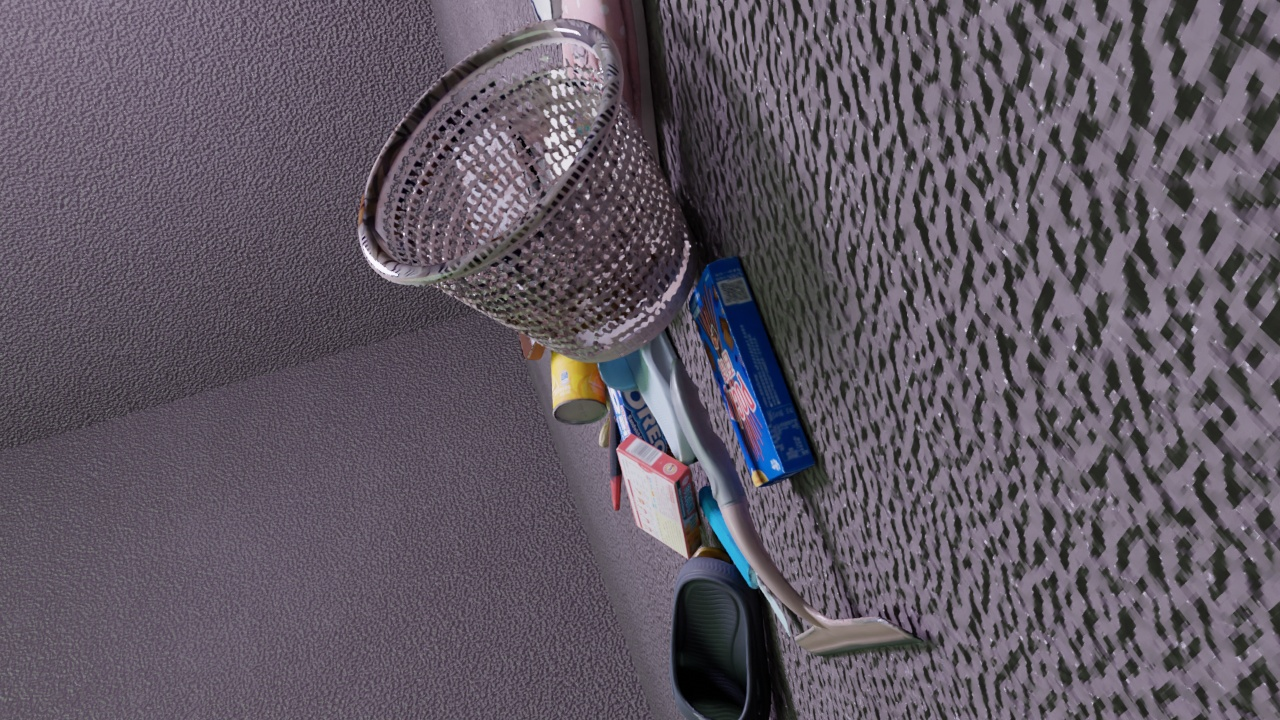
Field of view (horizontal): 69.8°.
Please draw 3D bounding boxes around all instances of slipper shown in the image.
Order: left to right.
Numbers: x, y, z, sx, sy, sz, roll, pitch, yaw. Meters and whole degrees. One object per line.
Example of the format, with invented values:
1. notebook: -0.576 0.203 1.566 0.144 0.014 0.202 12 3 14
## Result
1. slipper: -0.029 -0.240 0.743 0.114 0.054 0.275 -120 15 -50
2. slipper: -0.006 0.006 0.963 0.104 0.074 0.245 90 157 -60
3. slipper: 0.070 0.320 0.936 0.083 0.111 0.268 -52 -35 -49

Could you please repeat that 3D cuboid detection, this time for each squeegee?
1. squeegee: 0.077 0.108 0.663 0.249 0.040 0.248 59 168 16

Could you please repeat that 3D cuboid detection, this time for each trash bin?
1. trash bin: -0.063 -0.105 0.694 0.192 0.228 0.227 43 -165 -45

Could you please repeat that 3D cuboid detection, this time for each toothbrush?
1. toothbrush: -0.056 -0.184 0.836 0.029 0.020 0.190 53 172 2

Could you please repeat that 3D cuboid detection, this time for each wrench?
1. wrench: -0.033 0.050 1.131 0.056 0.016 0.273 93 175 -67

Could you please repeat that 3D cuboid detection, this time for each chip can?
1. chip can: -0.085 -0.024 1.201 0.072 0.072 0.213 90 175 -60

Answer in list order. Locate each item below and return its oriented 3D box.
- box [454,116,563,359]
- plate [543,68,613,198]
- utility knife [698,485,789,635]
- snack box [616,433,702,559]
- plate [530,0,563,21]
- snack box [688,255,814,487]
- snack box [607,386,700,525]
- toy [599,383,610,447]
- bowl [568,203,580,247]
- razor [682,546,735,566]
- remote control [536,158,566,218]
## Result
1. box: -0.139 -0.144 1.123 0.274 0.125 0.178 85 169 -56
2. plate: -0.065 -0.214 0.953 0.163 0.034 0.164 37 145 53
3. utility knife: 0.096 0.185 0.872 0.216 0.018 0.034 -122 20 -60
4. snack box: 0.022 0.147 0.972 0.077 0.027 0.156 28 150 29
5. plate: -0.096 -0.435 0.833 0.266 0.034 0.162 87 163 -54
6. snack box: 0.077 0.011 0.667 0.085 0.026 0.157 112 140 -74
7. snack box: 0.013 0.102 1.073 0.058 0.057 0.207 -156 50 -71
8. toy: -0.008 0.080 1.172 0.105 0.066 0.157 -58 45 32
9. bowl: -0.024 -0.105 0.903 0.116 0.066 0.116 163 91 -79
10. razor: 0.072 0.243 1.015 0.167 0.062 0.067 94 -173 -76
11. remote control: -0.082 -0.182 1.080 0.135 0.019 0.056 44 -158 -60
